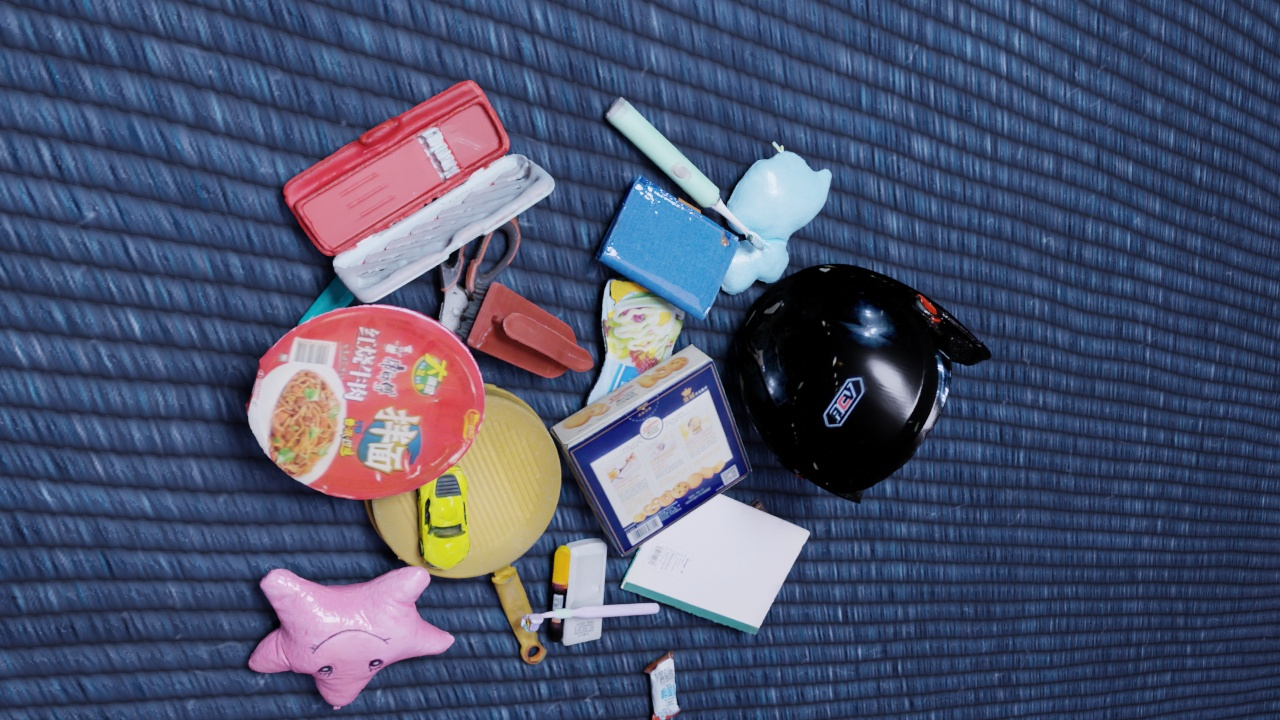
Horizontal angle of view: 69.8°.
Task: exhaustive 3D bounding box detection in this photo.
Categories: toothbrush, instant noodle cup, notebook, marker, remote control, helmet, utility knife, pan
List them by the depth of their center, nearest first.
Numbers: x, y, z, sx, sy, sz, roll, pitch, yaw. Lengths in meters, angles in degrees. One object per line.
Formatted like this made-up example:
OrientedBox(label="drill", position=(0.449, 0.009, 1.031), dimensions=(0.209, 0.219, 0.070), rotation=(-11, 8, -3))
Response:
OrientedBox(label="instant noodle cup", position=(-0.237, 0.026, 0.803), dimensions=(0.193, 0.065, 0.194), rotation=(-8, 122, -13))
OrientedBox(label="utility knife", position=(-0.267, -0.071, 0.835), dimensions=(0.029, 0.013, 0.179), rotation=(41, 83, -29))
OrientedBox(label="toothbrush", position=(0.051, -0.186, 0.944), dimensions=(0.224, 0.027, 0.026), rotation=(39, 110, -24))
OrientedBox(label="pan", position=(-0.158, 0.190, 0.963), dimensions=(0.197, 0.078, 0.357), rotation=(-25, 110, -17))
OrientedBox(label="helmet", position=(0.219, 0.016, 0.984), dimensions=(0.230, 0.274, 0.234), rotation=(34, 106, -5))
OrientedBox(label="marker", position=(-0.091, 0.262, 1.028), dimensions=(0.018, 0.015, 0.124), rotation=(8, 109, 5))
OrientedBox(label="toothbrush", position=(-0.050, 0.287, 1.037), dimensions=(0.188, 0.029, 0.021), rotation=(7, 67, -40))
OrientedBox(label="remote control", position=(-0.065, 0.264, 1.049), dimensions=(0.049, 0.024, 0.125), rotation=(-4, 108, -27))
OrientedBox(label="notebook", position=(0.094, 0.241, 1.117), dimensions=(0.209, 0.012, 0.150), rotation=(26, 92, -25))

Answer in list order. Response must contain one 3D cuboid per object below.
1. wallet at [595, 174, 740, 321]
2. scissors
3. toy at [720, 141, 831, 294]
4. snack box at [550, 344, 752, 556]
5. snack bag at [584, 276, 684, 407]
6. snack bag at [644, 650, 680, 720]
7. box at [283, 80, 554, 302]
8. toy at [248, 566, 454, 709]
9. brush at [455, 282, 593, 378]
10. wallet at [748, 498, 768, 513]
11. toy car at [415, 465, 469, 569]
OrientedBox(label="wallet", position=(0.030, -0.117, 0.945), dimensions=(0.133, 0.040, 0.106), rotation=(29, 75, -20))
OrientedBox(label="scissors", position=(-0.161, -0.061, 0.875), dimensions=(0.191, 0.015, 0.207), rotation=(-33, 113, -27))
OrientedBox(label="toy", position=(0.139, -0.157, 1.008), dimensions=(0.161, 0.050, 0.156), rotation=(-16, 119, -12))
OrientedBox(label="snack box", position=(0.018, 0.100, 0.998), dimensions=(0.177, 0.046, 0.183), rotation=(-31, 127, -11))
OrientedBox(label="snack bag", position=(-0.006, 0.006, 0.990), dimensions=(0.110, 0.039, 0.191), rotation=(-4, 109, -39))
OrientedBox(label="snack bag", position=(0.028, 0.411, 1.145), dimensions=(0.048, 0.026, 0.104), rotation=(-21, 115, -28))
OrientedBox(label="box", position=(-0.192, -0.145, 0.808), dimensions=(0.201, 0.074, 0.154), rotation=(-35, 79, -15))
OrientedBox(label="toy", position=(-0.280, 0.274, 0.903), dimensions=(0.194, 0.074, 0.179), rotation=(4, 117, -21))
OrientedBox(label="brush", position=(-0.104, -0.021, 0.883), dimensions=(0.145, 0.069, 0.063), rotation=(30, 80, -55))
OrientedBox(label="wallet", position=(0.123, 0.245, 1.148), dimensions=(0.122, 0.020, 0.096), rotation=(-37, 115, -12))
OrientedBox(label="toy car", position=(-0.187, 0.152, 0.880), dimensions=(0.048, 0.032, 0.105), rotation=(-5, 104, -23))
